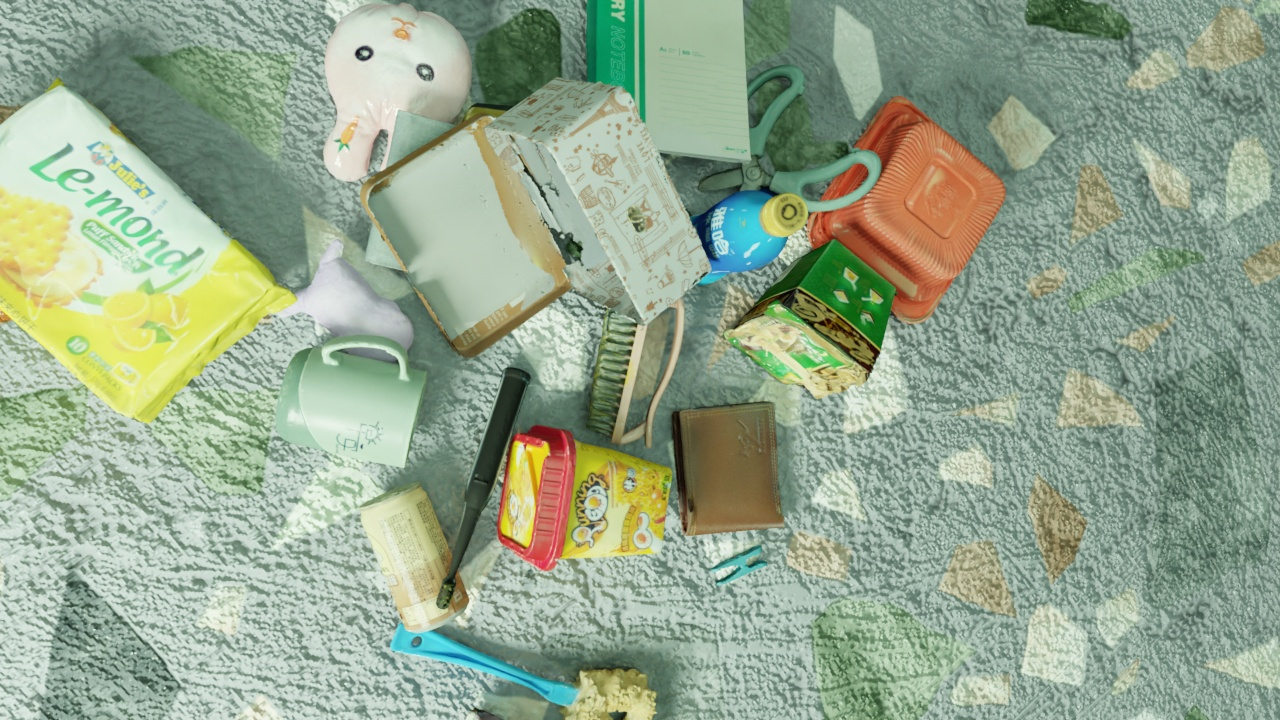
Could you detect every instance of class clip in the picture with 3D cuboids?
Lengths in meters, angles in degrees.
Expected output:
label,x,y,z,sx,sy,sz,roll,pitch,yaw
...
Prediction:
label,x,y,z,sx,sy,sz,roll,pitch,yaw
clip,0.094,0.195,0.874,0.056,0.014,0.045,-23,96,-15

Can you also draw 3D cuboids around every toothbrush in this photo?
label,x,y,z,sx,sy,sz,roll,pitch,yaw
toothbrush,-0.136,0.106,0.782,0.026,0.027,0.212,18,69,-8

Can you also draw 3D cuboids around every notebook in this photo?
label,x,y,z,sx,sy,sz,roll,pitch,yaw
notebook,0.024,-0.278,0.833,0.150,0.012,0.208,4,69,-13

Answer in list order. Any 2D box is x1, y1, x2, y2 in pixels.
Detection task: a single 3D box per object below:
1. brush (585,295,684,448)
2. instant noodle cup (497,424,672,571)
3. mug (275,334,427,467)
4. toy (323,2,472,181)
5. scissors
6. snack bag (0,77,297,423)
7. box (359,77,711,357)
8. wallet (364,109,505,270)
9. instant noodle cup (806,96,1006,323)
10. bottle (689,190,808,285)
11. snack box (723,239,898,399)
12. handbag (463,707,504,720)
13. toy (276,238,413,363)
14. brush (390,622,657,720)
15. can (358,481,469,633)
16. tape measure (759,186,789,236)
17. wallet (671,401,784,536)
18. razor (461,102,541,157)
label,x,y,z,sx,sy,sz,roll,pitch,yaw
brush,-0.005,0.005,0.827,0.073,0.063,0.145,12,87,-4
instant noodle cup,-0.047,0.121,0.795,0.123,0.116,0.116,10,86,-26
mug,-0.233,0.026,0.748,0.106,0.082,0.112,14,122,-10
toy,-0.211,-0.225,0.786,0.121,0.054,0.159,12,94,-14
scissors,0.135,-0.208,0.868,0.170,0.019,0.181,-7,77,11
snack bag,-0.419,-0.081,0.719,0.246,0.068,0.158,45,80,-10
box,-0.080,-0.100,0.728,0.197,0.157,0.181,-36,125,-15
wallet,-0.168,-0.135,0.782,0.106,0.037,0.130,11,102,-24
instant noodle cup,0.270,-0.149,0.893,0.164,0.079,0.188,35,82,-11
bottle,0.081,-0.105,0.770,0.065,0.219,0.065,0,89,-16
snack box,0.165,-0.044,0.855,0.117,0.118,0.105,36,68,-12
handbag,-0.090,0.406,0.785,0.197,0.099,0.144,31,76,-12
toy,-0.244,-0.037,0.779,0.108,0.039,0.084,43,97,-14
brush,-0.098,0.286,0.815,0.254,0.046,0.083,23,87,-9
can,-0.191,0.166,0.778,0.058,0.058,0.116,-21,94,-14
tape measure,0.124,-0.140,0.882,0.054,0.025,0.058,-44,92,-10
wallet,0.085,0.101,0.866,0.101,0.032,0.124,-5,91,-17
razor,-0.075,-0.197,0.819,0.167,0.062,0.067,9,57,-9
